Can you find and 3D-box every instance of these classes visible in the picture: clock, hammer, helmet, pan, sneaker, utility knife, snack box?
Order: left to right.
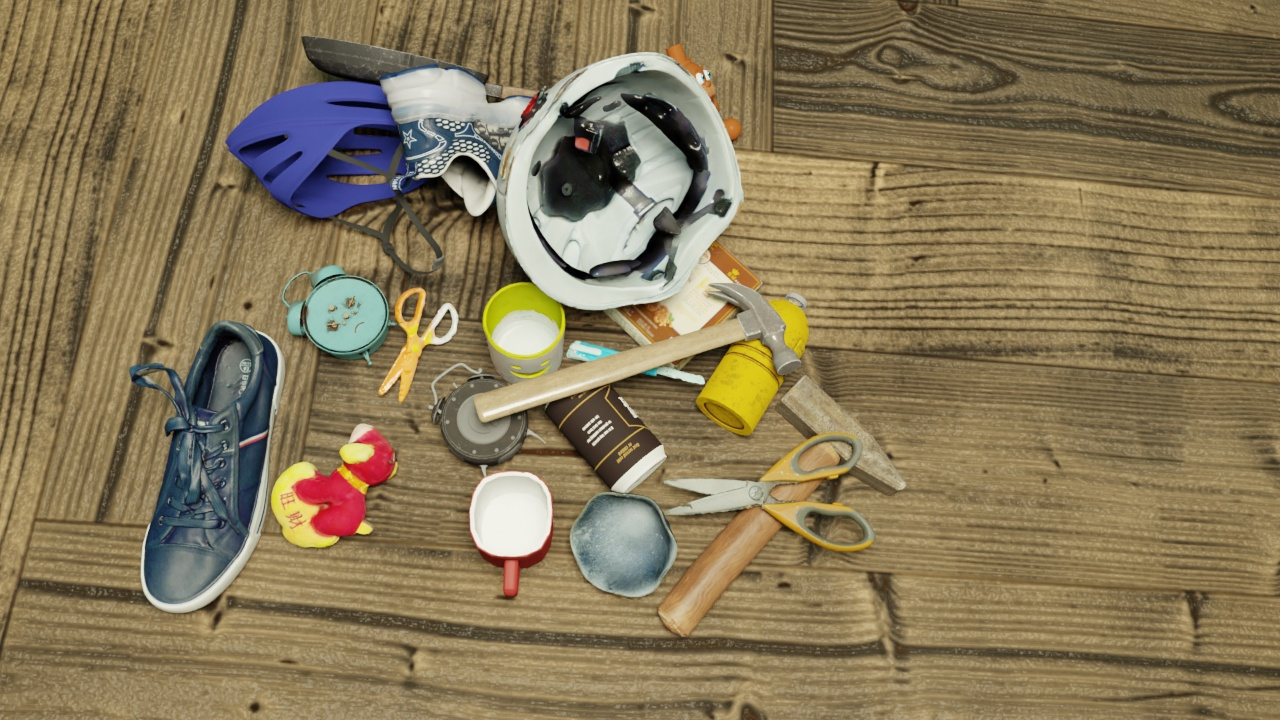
[{"bbox_3d":[-0.431,0.094,0.895,0.120,0.127,0.294,8,73,-4],"label":"sneaker"},{"bbox_3d":[-0.327,-0.050,0.988,0.124,0.053,0.090,31,71,5],"label":"clock"},{"bbox_3d":[-0.300,-0.190,0.982,0.241,0.148,0.227,-13,70,-23],"label":"helmet"},{"bbox_3d":[-0.202,-0.315,1.052,0.356,0.208,0.040,7,102,-22],"label":"pan"},{"bbox_3d":[-0.167,0.062,0.969,0.091,0.044,0.123,-38,79,-15],"label":"clock"},{"bbox_3d":[-0.163,-0.217,0.984,0.103,0.268,0.132,-1,89,34],"label":"sneaker"},{"bbox_3d":[-0.042,-0.181,0.948,0.263,0.164,0.236,-47,118,-12],"label":"helmet"},{"bbox_3d":[-0.007,0.004,0.942,0.331,0.031,0.119,-18,62,-10],"label":"hammer"},{"bbox_3d":[-0.006,0.006,0.997,0.158,0.015,0.022,15,67,17],"label":"utility knife"},{"bbox_3d":[0.037,-0.083,1.037,0.143,0.041,0.146,44,74,10],"label":"snack box"},{"bbox_3d":[0.133,0.172,0.964,0.158,0.037,0.300,43,74,9],"label":"hammer"}]

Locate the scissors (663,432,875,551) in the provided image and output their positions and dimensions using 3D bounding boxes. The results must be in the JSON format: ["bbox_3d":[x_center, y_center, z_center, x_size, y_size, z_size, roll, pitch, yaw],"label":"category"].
[{"bbox_3d":[0.138,0.148,0.943,0.225,0.016,0.166,-15,73,-9],"label":"scissors"}]

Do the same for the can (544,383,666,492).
[{"bbox_3d":[-0.038,0.073,0.963,0.071,0.072,0.128,-39,79,-16],"label":"can"}]

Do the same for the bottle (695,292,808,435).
[{"bbox_3d":[0.133,-0.004,1.005,0.071,0.071,0.163,32,72,6],"label":"bottle"}]

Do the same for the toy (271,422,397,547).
[{"bbox_3d":[-0.304,0.133,0.927,0.137,0.067,0.105,-41,84,-8],"label":"toy"}]

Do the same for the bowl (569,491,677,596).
[{"bbox_3d":[-0.013,0.178,0.931,0.110,0.055,0.110,3,101,15],"label":"bowl"}]

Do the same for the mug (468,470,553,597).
[{"bbox_3d":[-0.127,0.175,0.908,0.080,0.097,0.116,2,71,-5],"label":"mug"}]

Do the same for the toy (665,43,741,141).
[{"bbox_3d":[0.068,-0.313,1.087,0.065,0.094,0.128,-11,111,28],"label":"toy"}]

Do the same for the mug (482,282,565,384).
[{"bbox_3d":[-0.121,-0.025,0.970,0.082,0.106,0.082,1,72,-5],"label":"mug"}]

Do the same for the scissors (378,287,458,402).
[{"bbox_3d":[-0.238,-0.010,0.997,0.083,0.012,0.133,14,89,-36],"label":"scissors"}]
